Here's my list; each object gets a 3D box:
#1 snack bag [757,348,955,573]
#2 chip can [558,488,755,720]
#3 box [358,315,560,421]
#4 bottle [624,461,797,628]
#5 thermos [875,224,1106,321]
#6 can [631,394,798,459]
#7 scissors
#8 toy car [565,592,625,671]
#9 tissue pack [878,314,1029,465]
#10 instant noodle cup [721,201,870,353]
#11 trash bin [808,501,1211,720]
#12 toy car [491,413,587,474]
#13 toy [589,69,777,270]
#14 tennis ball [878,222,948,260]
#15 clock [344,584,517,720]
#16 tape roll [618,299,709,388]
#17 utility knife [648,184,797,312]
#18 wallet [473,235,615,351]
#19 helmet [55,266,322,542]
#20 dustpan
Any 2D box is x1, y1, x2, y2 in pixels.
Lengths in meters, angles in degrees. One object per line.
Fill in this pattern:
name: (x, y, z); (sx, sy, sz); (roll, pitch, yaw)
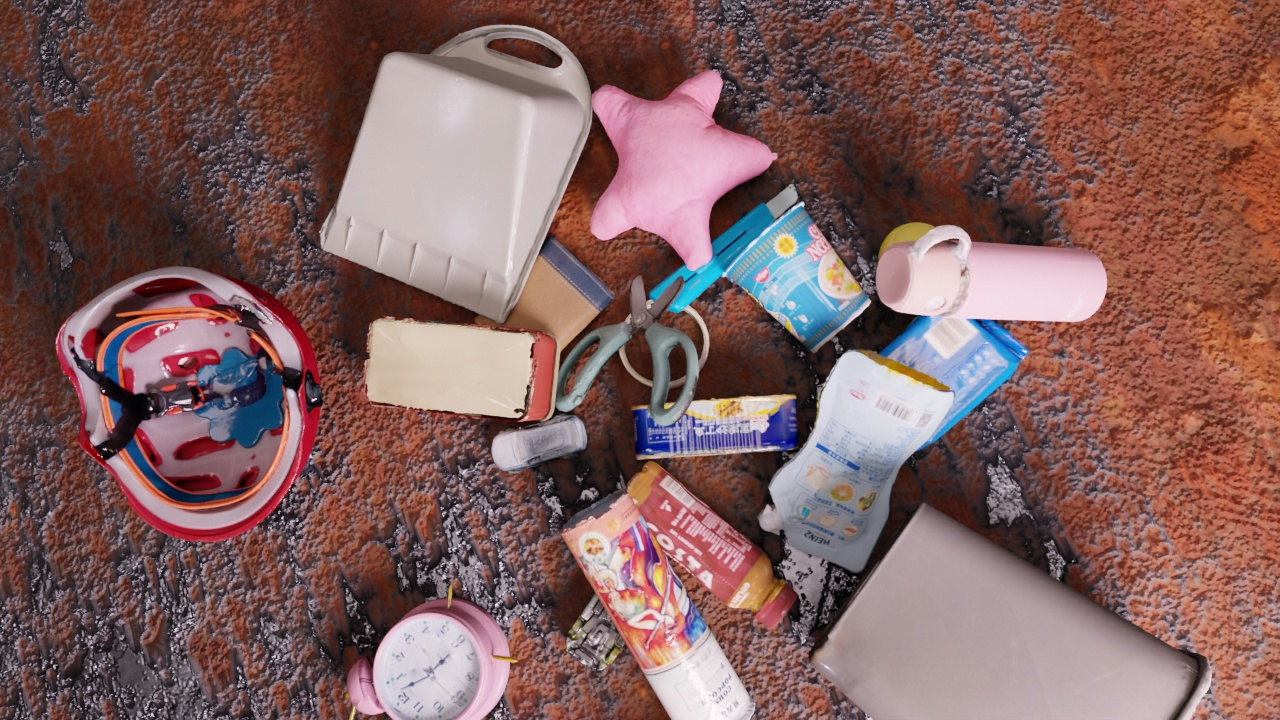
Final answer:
snack bag: (0.181, 0.089, 0.786); (0.110, 0.038, 0.191); (19, 111, -12)
chip can: (0.013, 0.217, 0.778); (0.071, 0.071, 0.214); (-31, 91, 0)
box: (-0.166, 0.005, 0.835); (0.168, 0.077, 0.091); (5, 89, 17)
bottle: (0.058, 0.164, 0.812); (0.175, 0.057, 0.057); (39, 86, 11)
thermos: (0.300, -0.074, 0.774); (0.198, 0.087, 0.067); (2, 50, -21)
can: (0.066, 0.060, 0.821); (0.148, 0.074, 0.049); (-4, 83, 6)
scissors: (-0.005, 0.005, 0.818); (0.170, 0.019, 0.179); (-46, 43, 9)
toy car: (-0.025, 0.226, 0.824); (0.048, 0.032, 0.105); (35, 74, 4)
tissue pack: (0.257, 0.014, 0.819); (0.157, 0.052, 0.095); (-41, 77, -2)
instant noodle cup: (0.146, -0.070, 0.830); (0.099, 0.099, 0.110); (-42, 87, -2)
trash bin: (0.265, 0.241, 0.718); (0.220, 0.198, 0.199); (35, 84, 18)
toy car: (-0.096, 0.077, 0.856); (0.090, 0.034, 0.043); (-15, 83, 5)
toy: (0.039, -0.178, 0.862); (0.178, 0.074, 0.194); (-3, 79, 6)
tennis ball: (0.249, -0.092, 0.830); (0.065, 0.065, 0.065); (-1, 80, 6)
clock: (-0.193, 0.287, 0.818); (0.117, 0.060, 0.158); (43, 89, 12)
tape roll: (0.022, -0.016, 0.868); (0.086, 0.014, 0.085); (-1, 80, 6)
utility knife: (0.084, -0.108, 0.869); (0.178, 0.018, 0.034); (-41, 70, -9)
wallet: (-0.092, -0.051, 0.879); (0.090, 0.033, 0.115); (43, 88, 14)
helmet: (-0.386, 0.034, 0.843); (0.207, 0.144, 0.240); (-16, 93, 4)
dustpan: (-0.164, -0.204, 0.910); (0.223, 0.142, 0.258); (22, 110, 15)
